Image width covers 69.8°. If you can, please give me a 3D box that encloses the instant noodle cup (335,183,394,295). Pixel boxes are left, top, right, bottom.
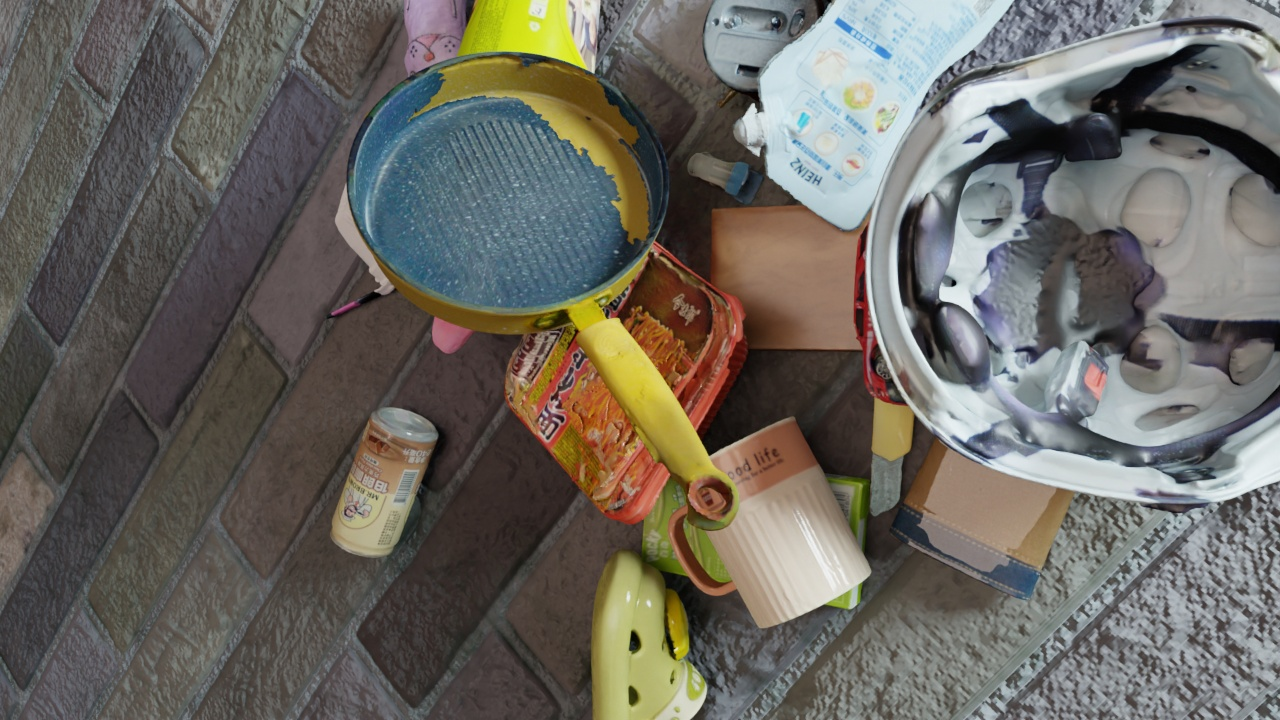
[{"bbox_3d":[-0.176,-0.142,0.695,0.138,0.060,0.173,-47,26,16],"label":"instant noodle cup"}]

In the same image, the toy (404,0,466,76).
[{"bbox_3d":[-0.165,-0.268,0.758,0.084,0.039,0.108,-1,88,19],"label":"toy"}]

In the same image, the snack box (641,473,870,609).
[{"bbox_3d":[0.076,0.114,0.636,0.157,0.026,0.086,4,92,27],"label":"snack box"}]

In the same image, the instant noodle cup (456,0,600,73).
[{"bbox_3d":[-0.076,-0.256,0.680,0.112,0.111,0.123,8,84,27],"label":"instant noodle cup"}]

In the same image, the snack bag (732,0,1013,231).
[{"bbox_3d":[0.145,-0.186,0.570,0.191,0.110,0.039,-55,24,13],"label":"snack bag"}]

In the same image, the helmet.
[{"bbox_3d":[0.249,-0.042,0.480,0.259,0.145,0.229,-3,89,11],"label":"helmet"}]

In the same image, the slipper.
[{"bbox_3d":[0.004,0.225,0.648,0.081,0.091,0.191,2,102,-4],"label":"slipper"}]

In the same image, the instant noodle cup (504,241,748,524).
[{"bbox_3d":[-0.004,0.004,0.631,0.189,0.079,0.165,43,109,44],"label":"instant noodle cup"}]

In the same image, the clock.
[{"bbox_3d":[0.092,-0.227,0.614,0.082,0.055,0.122,19,97,27],"label":"clock"}]

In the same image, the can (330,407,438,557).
[{"bbox_3d":[-0.215,0.102,0.770,0.058,0.058,0.116,29,103,25],"label":"can"}]

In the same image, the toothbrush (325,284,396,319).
[{"bbox_3d":[-0.204,-0.066,0.792,0.190,0.014,0.018,-21,90,26],"label":"toothbrush"}]

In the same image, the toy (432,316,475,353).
[{"bbox_3d":[-0.100,-0.114,0.687,0.195,0.074,0.178,-39,44,29],"label":"toy"}]

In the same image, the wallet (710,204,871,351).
[{"bbox_3d":[0.101,-0.056,0.629,0.115,0.020,0.101,2,90,25],"label":"wallet"}]

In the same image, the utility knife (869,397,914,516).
[{"bbox_3d":[0.163,0.007,0.594,0.031,0.020,0.188,3,83,24],"label":"utility knife"}]

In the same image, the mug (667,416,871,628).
[{"bbox_3d":[0.072,0.108,0.578,0.115,0.081,0.106,-33,77,28],"label":"mug"}]

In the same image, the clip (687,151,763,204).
[{"bbox_3d":[0.057,-0.133,0.654,0.058,0.045,0.027,30,104,31],"label":"clip"}]

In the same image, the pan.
[{"bbox_3d":[-0.044,-0.051,0.538,0.197,0.078,0.357,-23,69,-16],"label":"pan"}]

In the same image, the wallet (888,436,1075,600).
[{"bbox_3d":[0.216,0.076,0.562,0.090,0.033,0.115,24,100,23],"label":"wallet"}]

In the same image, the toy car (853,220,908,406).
[{"bbox_3d":[0.158,-0.032,0.566,0.045,0.052,0.120,-10,75,54],"label":"toy car"}]
